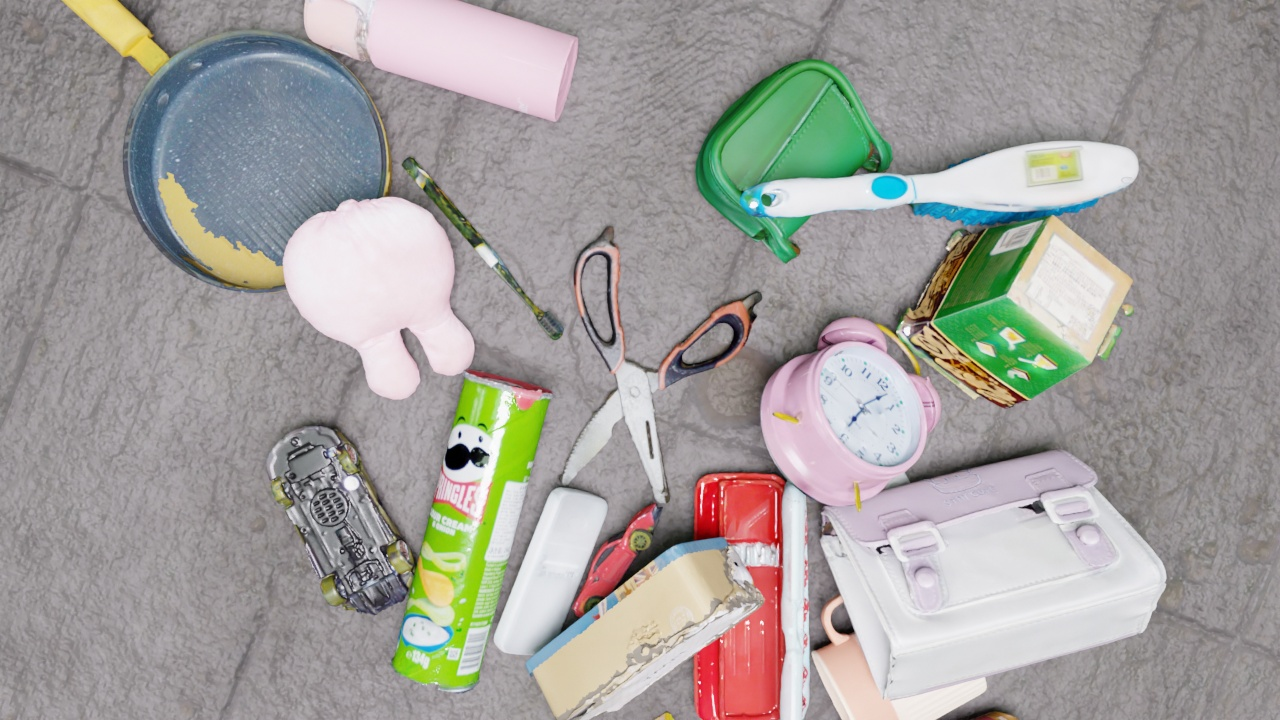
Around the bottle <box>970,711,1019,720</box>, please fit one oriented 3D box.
[{"bbox_3d":[0.220,0.317,0.694,0.174,0.058,0.057,-7,92,-26],"label":"bottle"}]

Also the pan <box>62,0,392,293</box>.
[{"bbox_3d":[-0.345,-0.206,0.685,0.197,0.078,0.357,-45,92,0],"label":"pan"}]

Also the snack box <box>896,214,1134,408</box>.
[{"bbox_3d":[0.282,-0.043,0.678,0.117,0.106,0.118,36,71,-5],"label":"snack box"}]

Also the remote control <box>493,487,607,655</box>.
[{"bbox_3d":[-0.070,0.166,0.721,0.055,0.020,0.136,20,91,-42],"label":"remote control"}]

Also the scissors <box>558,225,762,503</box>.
[{"bbox_3d":[-0.003,0.004,0.732,0.189,0.015,0.222,44,90,-2],"label":"scissors"}]

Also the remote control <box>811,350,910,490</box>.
[{"bbox_3d":[0.162,0.057,0.736,0.056,0.019,0.135,-30,92,-1],"label":"remote control"}]

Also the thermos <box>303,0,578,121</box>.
[{"bbox_3d":[-0.149,-0.242,0.686,0.198,0.087,0.067,18,89,-3],"label":"thermos"}]

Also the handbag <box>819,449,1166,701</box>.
[{"bbox_3d":[0.247,0.145,0.671,0.197,0.144,0.099,-13,129,-6],"label":"handbag"}]

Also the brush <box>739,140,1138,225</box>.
[{"bbox_3d":[0.220,-0.128,0.685,0.314,0.109,0.060,-7,92,-3],"label":"brush"}]

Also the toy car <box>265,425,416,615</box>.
[{"bbox_3d":[-0.232,0.124,0.716,0.070,0.042,0.158,-26,93,-1],"label":"toy car"}]

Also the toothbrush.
[{"bbox_3d":[-0.124,-0.089,0.725,0.012,0.017,0.186,-42,92,-20],"label":"toothbrush"}]

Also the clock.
[{"bbox_3d":[0.161,0.032,0.678,0.117,0.060,0.158,47,51,-1],"label":"clock"}]

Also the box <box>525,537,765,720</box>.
[{"bbox_3d":[-0.002,0.204,0.675,0.185,0.089,0.061,-40,65,21],"label":"box"}]

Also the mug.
[{"bbox_3d":[0.193,0.229,0.714,0.106,0.082,0.114,-26,80,-3],"label":"mug"}]

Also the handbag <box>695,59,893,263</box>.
[{"bbox_3d":[0.115,-0.155,0.711,0.131,0.068,0.120,-44,101,-2],"label":"handbag"}]

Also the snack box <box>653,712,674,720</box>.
[{"bbox_3d":[-0.028,0.334,0.705,0.140,0.087,0.034,-33,91,-1],"label":"snack box"}]

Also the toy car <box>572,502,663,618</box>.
[{"bbox_3d":[-0.018,0.155,0.719,0.031,0.049,0.106,35,93,2],"label":"toy car"}]

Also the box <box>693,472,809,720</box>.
[{"bbox_3d":[0.089,0.189,0.698,0.095,0.101,0.201,0,91,-3],"label":"box"}]

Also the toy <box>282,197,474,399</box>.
[{"bbox_3d":[-0.191,-0.046,0.690,0.121,0.054,0.159,-23,120,-8],"label":"toy"}]

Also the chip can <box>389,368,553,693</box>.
[{"bbox_3d":[-0.129,0.129,0.705,0.072,0.072,0.236,14,92,-2],"label":"chip can"}]
